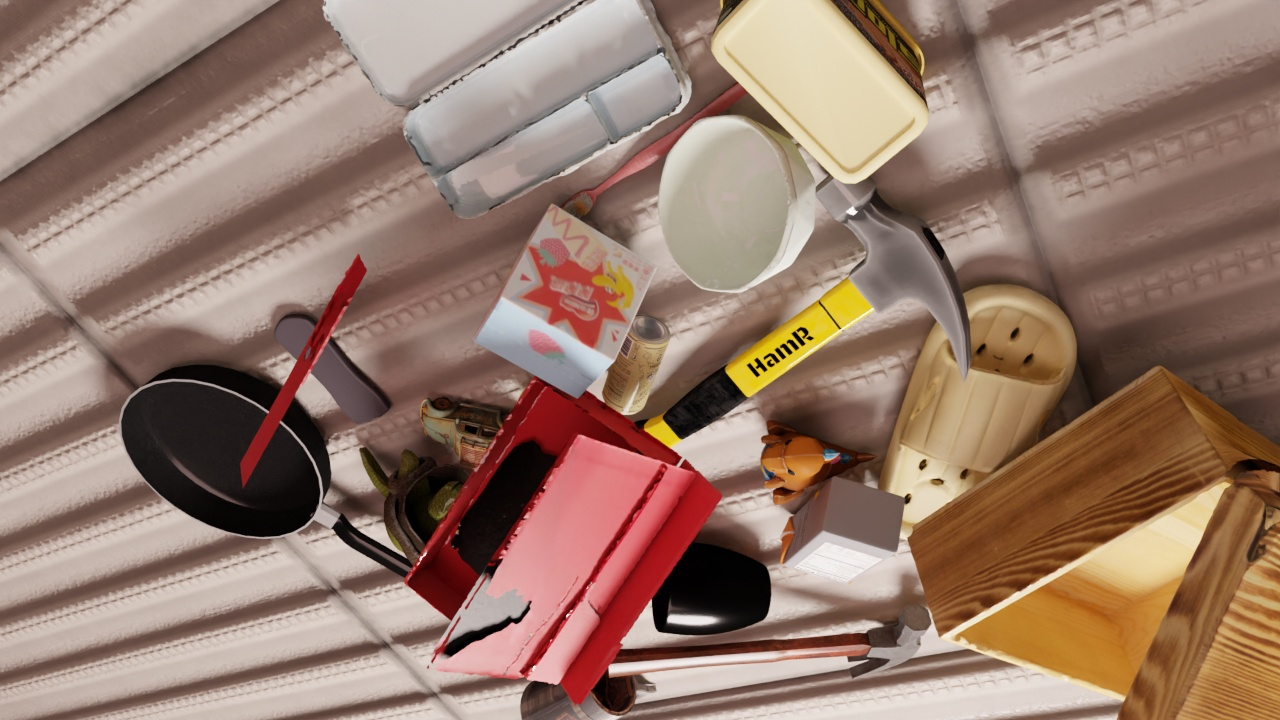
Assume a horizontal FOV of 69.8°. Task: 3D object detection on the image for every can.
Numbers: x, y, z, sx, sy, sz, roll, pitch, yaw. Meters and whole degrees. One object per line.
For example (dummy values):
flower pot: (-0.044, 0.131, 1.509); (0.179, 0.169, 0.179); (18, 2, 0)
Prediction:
can: (0.108, -0.182, 0.547); (0.131, 0.100, 0.073); (40, 124, -17)
can: (-0.004, 0.004, 0.749); (0.038, 0.038, 0.080); (19, 128, -2)

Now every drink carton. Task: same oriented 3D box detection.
drink carton: (0.169, 0.147, 0.779); (0.076, 0.048, 0.125); (17, 154, 1)

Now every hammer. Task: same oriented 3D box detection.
hammer: (0.101, 0.004, 0.714); (0.170, 0.033, 0.326); (49, 128, -3)
hammer: (0.117, 0.280, 0.882); (0.300, 0.028, 0.111); (-3, 141, -3)

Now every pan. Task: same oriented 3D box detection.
pan: (-0.340, 0.131, 0.913); (0.355, 0.044, 0.205); (34, 126, -13)

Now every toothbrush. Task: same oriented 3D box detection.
toothbrush: (0.007, -0.146, 0.651); (0.185, 0.015, 0.015); (-30, 114, 28)

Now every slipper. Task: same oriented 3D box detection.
slipper: (0.257, 0.066, 0.714); (0.111, 0.079, 0.262); (11, 128, 0)

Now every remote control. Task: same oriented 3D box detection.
remote control: (-0.279, 0.007, 0.830); (0.047, 0.009, 0.124); (-23, 118, 26)

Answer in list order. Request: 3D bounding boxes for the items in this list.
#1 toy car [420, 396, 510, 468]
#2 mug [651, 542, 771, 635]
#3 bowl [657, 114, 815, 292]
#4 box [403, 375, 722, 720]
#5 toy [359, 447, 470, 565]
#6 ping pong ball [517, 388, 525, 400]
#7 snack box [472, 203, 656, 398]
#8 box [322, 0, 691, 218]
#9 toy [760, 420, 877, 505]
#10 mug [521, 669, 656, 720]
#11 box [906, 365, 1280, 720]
toy car: (-0.149, 0.069, 0.823); (0.112, 0.047, 0.047); (13, 131, 3)
mug: (0.064, 0.221, 0.877); (0.100, 0.084, 0.119); (6, 159, -10)
bowl: (0.073, -0.106, 0.624); (0.118, 0.061, 0.117); (11, 105, 45)
box: (0.026, 0.214, 0.643); (0.467, 0.138, 0.215); (38, 100, 28)
toy: (-0.186, 0.145, 0.846); (0.179, 0.078, 0.153); (57, 150, -7)
ping pong ball: (-0.086, 0.040, 0.792); (0.040, 0.040, 0.040); (6, 127, 8)
snack box: (-0.056, -0.042, 0.678); (0.093, 0.094, 0.080); (30, 149, -11)
box: (-0.092, -0.210, 0.620); (0.209, 0.037, 0.190); (-24, 110, 26)
toy: (0.147, 0.079, 0.747); (0.103, 0.070, 0.090); (-3, 170, -1)
mug: (-0.055, 0.376, 1.020); (0.115, 0.080, 0.107); (22, 132, -41)
box: (0.405, 0.193, 0.625); (0.279, 0.263, 0.270); (25, 126, -26)
